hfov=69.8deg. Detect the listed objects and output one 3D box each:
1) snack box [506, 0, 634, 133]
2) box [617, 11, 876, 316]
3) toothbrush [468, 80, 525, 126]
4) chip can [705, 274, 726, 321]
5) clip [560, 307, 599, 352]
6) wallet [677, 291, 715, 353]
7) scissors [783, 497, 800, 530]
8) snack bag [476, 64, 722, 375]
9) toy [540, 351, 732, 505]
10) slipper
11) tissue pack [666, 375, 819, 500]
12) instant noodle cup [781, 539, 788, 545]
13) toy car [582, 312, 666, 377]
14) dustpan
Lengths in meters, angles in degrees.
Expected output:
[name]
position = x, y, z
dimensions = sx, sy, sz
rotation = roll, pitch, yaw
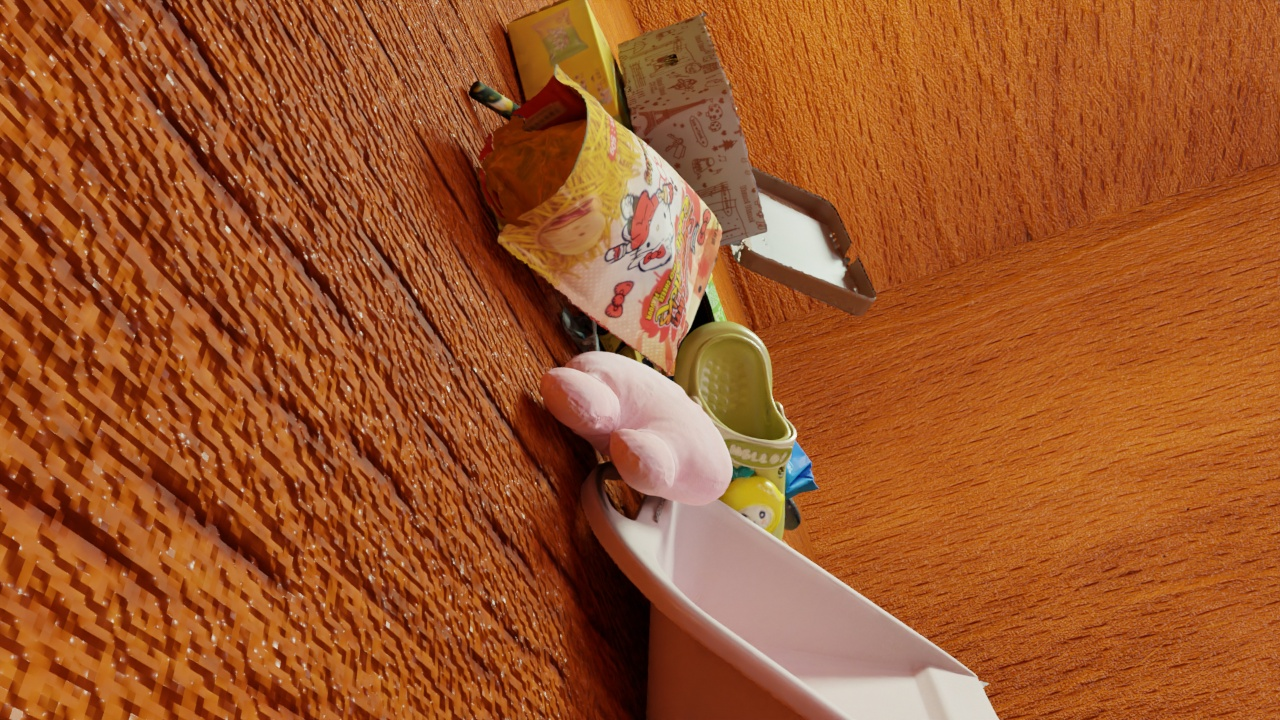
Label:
[snack box]
position = -0.031, -0.162, 0.753
dimensions = 0.157, 0.070, 0.210
rotation = 45, 28, -71
[box]
position = 0.082, -0.150, 0.776
dimensions = 0.274, 0.124, 0.178
rotation = 41, 25, -30
[toothbrush]
position = -0.036, -0.130, 0.602
dimensions = 0.185, 0.012, 0.017
rotation = 25, 61, -41
[chip can]
position = 0.087, -0.006, 1.142
dimensions = 0.072, 0.073, 0.221
rotation = -87, 157, -65
[clip]
position = -0.036, -0.018, 0.614
dimensions = 0.057, 0.029, 0.024
rotation = 67, 14, -60
[wallet]
position = 0.019, -0.065, 0.827
dimensions = 0.020, 0.097, 0.122
rotation = 1, 65, -40
[scissors]
position = 0.091, 0.109, 0.870
dimensions = 0.179, 0.019, 0.172
rotation = 20, -40, 52
[snack bag]
position = -0.011, -0.080, 0.572
dimensions = 0.207, 0.073, 0.128
rotation = 33, 68, -54
[toy]
position = -0.003, 0.037, 0.525
dimensions = 0.121, 0.054, 0.159
rotation = 41, 9, 16
[slipper]
position = 0.065, 0.061, 0.655
dimensions = 0.082, 0.091, 0.190
rotation = 144, -53, -72
[tissue pack]
position = 0.074, 0.070, 0.773
dimensions = 0.157, 0.095, 0.052
rotation = 53, 40, -20
[instant noodle cup]
position = 0.093, 0.209, 0.745
dimensions = 0.164, 0.079, 0.188
rotation = 54, 21, -63
[toy car]
position = -0.004, 0.004, 0.688
dimensions = 0.071, 0.041, 0.156
rotation = -50, 124, -77
[dustpan]
position = 0.096, 0.145, 0.513
dimensions = 0.222, 0.273, 0.139
rotation = -55, 151, -82
